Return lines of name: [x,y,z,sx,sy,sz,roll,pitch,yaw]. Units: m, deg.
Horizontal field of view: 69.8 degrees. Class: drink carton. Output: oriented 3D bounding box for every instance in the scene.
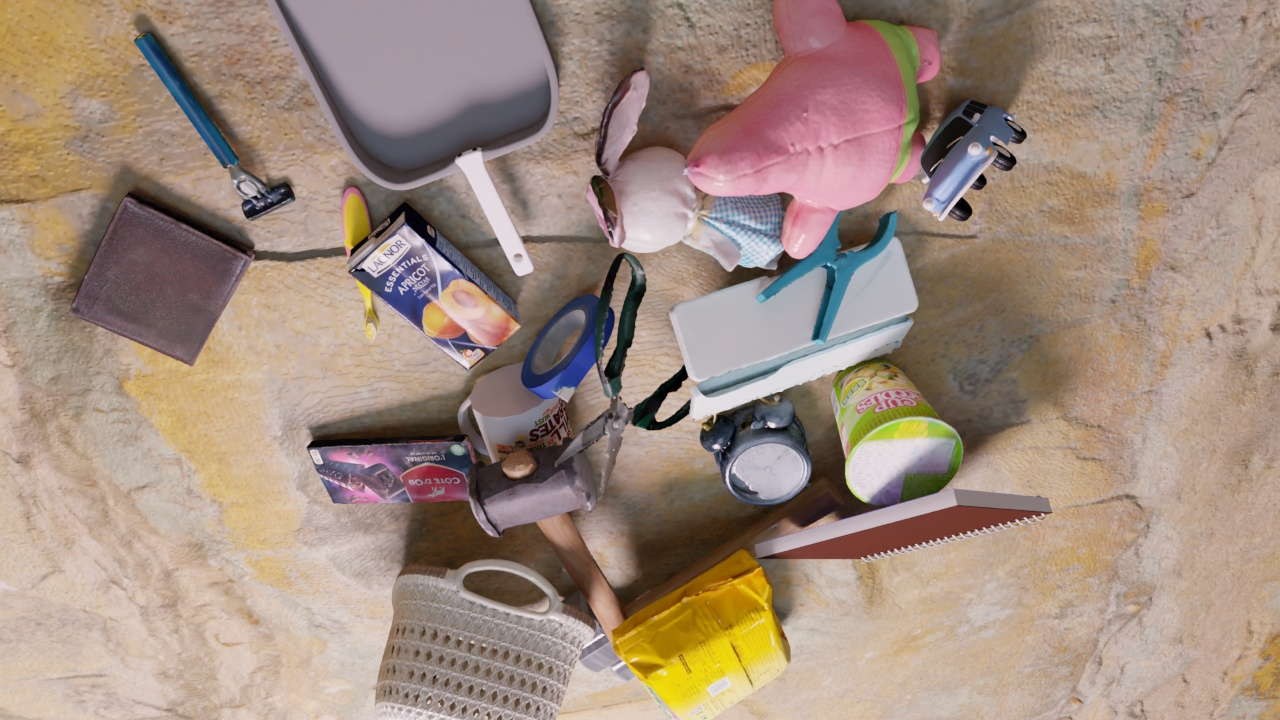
drink carton: [-0.159,-0.057,0.718,0.064,0.040,0.130,-38,124,11]

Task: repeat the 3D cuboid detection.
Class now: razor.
razor: [-0.306,-0.164,0.651,0.042,0.022,0.144,-23,123,9]

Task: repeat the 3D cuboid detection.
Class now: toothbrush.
toothbrush: [-0.219,-0.073,0.725,0.021,0.016,0.136,-4,126,-10]

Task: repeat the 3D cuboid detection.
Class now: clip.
clip: [0.162,-0.069,0.715,0.113,0.028,0.126,27,87,-9]

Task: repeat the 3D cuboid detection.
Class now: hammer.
hammer: [0.063,0.218,0.938,0.323,0.051,0.117,-36,123,16]
hammer: [-0.051,0.188,0.827,0.098,0.052,0.329,-16,133,7]

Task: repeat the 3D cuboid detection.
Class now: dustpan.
dustpan: [-0.133,-0.174,0.651,0.163,0.033,0.258,-18,124,8]

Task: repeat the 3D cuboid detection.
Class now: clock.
clock: [0.107,0.077,0.840,0.090,0.052,0.129,-23,119,11]

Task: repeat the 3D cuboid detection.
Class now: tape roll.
tape roll: [-0.059,-0.012,0.737,0.016,0.093,0.091,37,78,-27]

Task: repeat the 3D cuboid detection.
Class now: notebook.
notebook: [0.239,0.154,0.836,0.171,0.022,0.210,11,153,-40]

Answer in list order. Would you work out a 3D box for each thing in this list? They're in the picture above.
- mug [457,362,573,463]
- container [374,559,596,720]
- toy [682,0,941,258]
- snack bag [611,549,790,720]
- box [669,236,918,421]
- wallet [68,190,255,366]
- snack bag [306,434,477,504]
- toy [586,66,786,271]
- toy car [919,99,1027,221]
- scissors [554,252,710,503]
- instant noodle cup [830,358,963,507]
mug: [-0.112,0.058,0.799,0.105,0.073,0.090,5,129,23]
container: [-0.152,0.278,0.838,0.184,0.142,0.247,18,152,-7]
toy: [0.116,-0.155,0.619,0.236,0.097,0.192,-26,124,-35]
snack bag: [0.070,0.287,0.911,0.159,0.068,0.247,-29,143,-4]
box: [0.126,-0.023,0.759,0.197,0.075,0.126,-17,145,-7]
wallet: [-0.372,-0.061,0.714,0.099,0.031,0.120,27,116,-25]
snack bag: [-0.219,0.098,0.829,0.155,0.018,0.075,-4,127,10]
toy: [0.032,-0.118,0.688,0.205,0.131,0.106,15,168,-37]
toy car: [0.229,-0.145,0.643,0.055,0.153,0.056,38,125,6]
scissors: [-0.004,0.004,0.725,0.015,0.201,0.204,16,124,33]
instant noodle cup: [0.212,0.056,0.797,0.099,0.107,0.099,-3,125,-4]
